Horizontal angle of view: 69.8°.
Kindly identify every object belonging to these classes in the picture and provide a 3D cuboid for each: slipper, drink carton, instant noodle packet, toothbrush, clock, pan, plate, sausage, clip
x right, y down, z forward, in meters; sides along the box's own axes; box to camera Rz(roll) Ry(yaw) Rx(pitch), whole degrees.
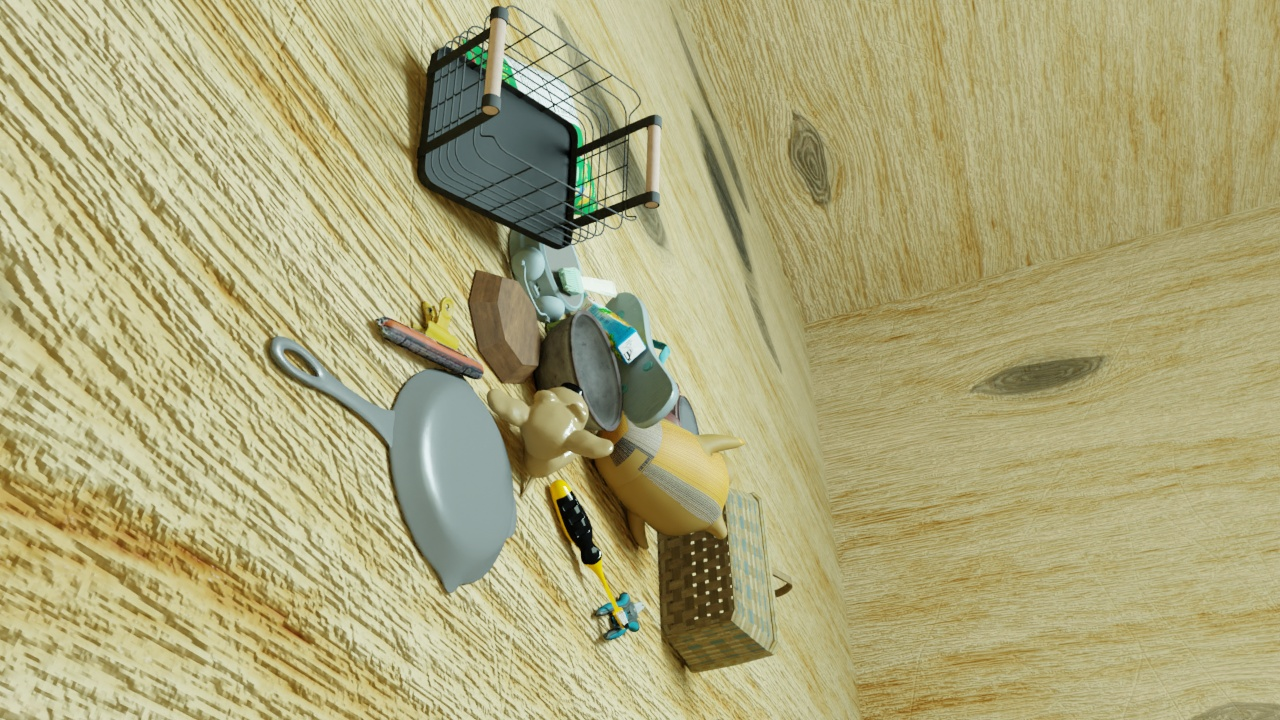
[{"bbox_3d":[-0.007,0.007,1.189,0.055,0.098,0.268,44,14,-34],"label":"slipper"},{"bbox_3d":[-0.046,-0.043,1.178,0.129,0.038,0.044,37,-16,45],"label":"drink carton"},{"bbox_3d":[-0.125,-0.271,1.124,0.252,0.090,0.195,-16,91,-68],"label":"instant noodle packet"},{"bbox_3d":[-0.055,0.220,1.032,0.031,0.031,0.197,5,-58,62],"label":"toothbrush"},{"bbox_3d":[0.037,0.100,1.376,0.158,0.072,0.120,59,23,-45],"label":"clock"},{"bbox_3d":[-0.182,0.070,0.772,0.354,0.024,0.216,52,29,-53],"label":"pan"},{"bbox_3d":[-0.114,-0.107,1.106,0.159,0.045,0.122,-76,148,-61],"label":"clock"},{"bbox_3d":[-0.141,-0.038,0.992,0.131,0.025,0.131,-14,90,-73],"label":"plate"},{"bbox_3d":[-0.184,-0.008,0.820,0.155,0.020,0.020,33,44,-59],"label":"sausage"},{"bbox_3d":[-0.181,-0.036,0.844,0.053,0.039,0.047,41,45,-60],"label":"clip"}]

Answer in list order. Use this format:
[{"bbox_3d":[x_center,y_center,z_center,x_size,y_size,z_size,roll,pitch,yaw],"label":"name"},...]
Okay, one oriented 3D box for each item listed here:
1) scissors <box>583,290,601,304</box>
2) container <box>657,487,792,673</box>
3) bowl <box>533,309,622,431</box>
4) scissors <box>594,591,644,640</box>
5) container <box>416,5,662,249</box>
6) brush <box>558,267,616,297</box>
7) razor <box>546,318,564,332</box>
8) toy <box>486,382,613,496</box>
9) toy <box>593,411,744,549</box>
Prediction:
[{"bbox_3d":[-0.073,-0.080,1.283,0.138,0.015,0.063,53,31,-38],"label":"scissors"},{"bbox_3d":[0.123,0.321,1.340,0.186,0.158,0.249,42,35,-43],"label":"container"},{"bbox_3d":[-0.079,0.019,1.073,0.144,0.067,0.145,-14,90,-73],"label":"bowl"},{"bbox_3d":[-0.020,0.311,1.098,0.129,0.019,0.137,58,18,-31],"label":"scissors"},{"bbox_3d":[-0.102,-0.235,0.954,0.241,0.131,0.162,21,64,-45],"label":"container"},{"bbox_3d":[-0.062,-0.096,1.168,0.217,0.012,0.033,-4,80,-75],"label":"brush"},{"bbox_3d":[-0.083,-0.010,1.153,0.026,0.042,0.106,-97,173,-48],"label":"razor"},{"bbox_3d":[-0.092,0.076,0.938,0.108,0.134,0.105,109,7,-53],"label":"toy"},{"bbox_3d":[0.020,0.137,1.192,0.203,0.199,0.162,39,7,-34],"label":"toy"}]
